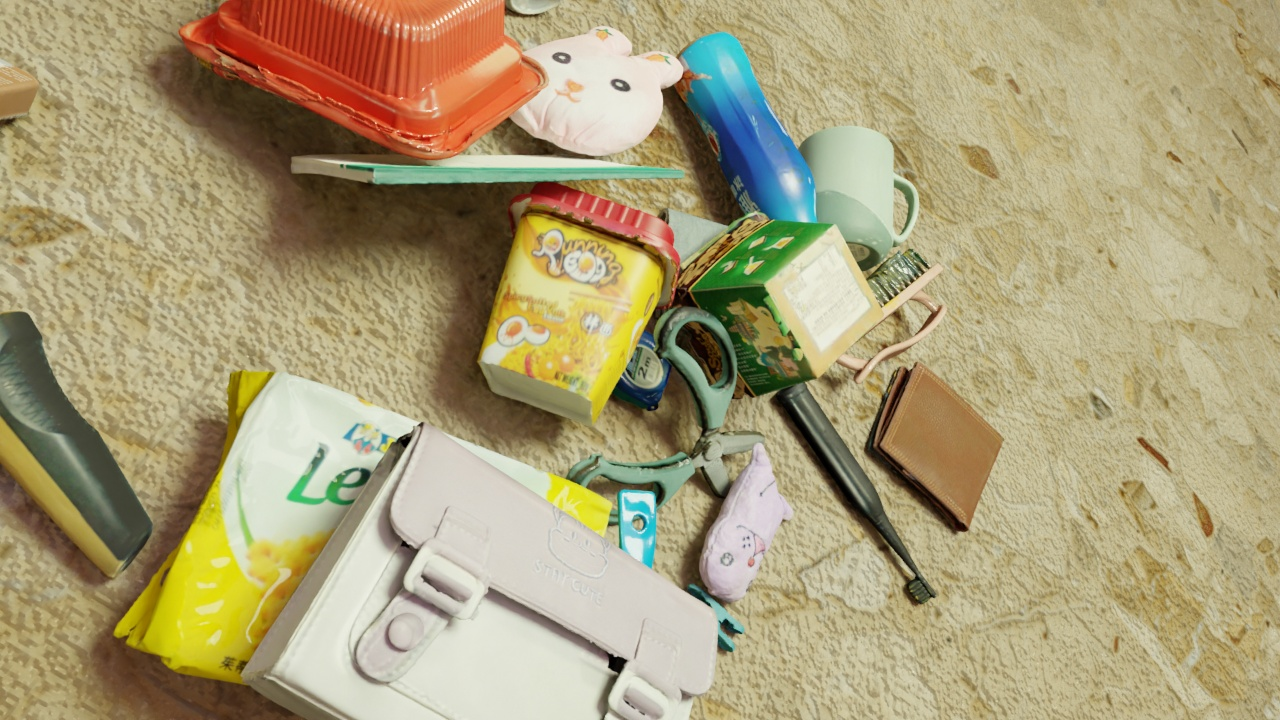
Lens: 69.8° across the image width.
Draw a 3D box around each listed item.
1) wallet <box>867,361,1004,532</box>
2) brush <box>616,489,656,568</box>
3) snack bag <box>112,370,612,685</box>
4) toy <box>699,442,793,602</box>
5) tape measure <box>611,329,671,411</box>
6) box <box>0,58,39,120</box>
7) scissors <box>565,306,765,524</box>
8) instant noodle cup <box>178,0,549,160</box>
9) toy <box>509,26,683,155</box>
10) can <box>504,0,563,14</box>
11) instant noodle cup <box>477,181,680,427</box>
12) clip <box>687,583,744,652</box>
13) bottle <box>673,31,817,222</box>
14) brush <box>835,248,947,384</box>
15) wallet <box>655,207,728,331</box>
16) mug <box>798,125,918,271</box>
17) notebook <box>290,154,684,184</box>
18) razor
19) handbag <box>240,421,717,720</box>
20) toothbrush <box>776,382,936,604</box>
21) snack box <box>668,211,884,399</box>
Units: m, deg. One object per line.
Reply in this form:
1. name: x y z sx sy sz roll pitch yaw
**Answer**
1. wallet: 0.260 0.075 0.807 0.124 0.032 0.101 40 59 -13
2. brush: -0.007 0.207 0.558 0.083 0.046 0.254 6 82 -23
3. snack bag: -0.136 0.119 0.517 0.246 0.068 0.157 25 62 -23
4. toy: 0.076 0.126 0.665 0.107 0.039 0.084 -59 134 -32
5. tape measure: -0.004 0.004 0.670 0.054 0.025 0.058 28 56 -18
6. box: -0.428 -0.100 0.413 0.181 0.197 0.157 28 101 -21
7. scissors: 0.026 0.037 0.632 0.170 0.019 0.181 -6 112 -32
8. instant noodle cup: -0.160 -0.208 0.571 0.189 0.079 0.164 26 41 4
9. toy: -0.034 -0.214 0.707 0.121 0.054 0.159 26 48 9
10. can: -0.095 -0.337 0.719 0.058 0.059 0.116 -12 79 -35
11. instant noodle cup: -0.045 -0.032 0.600 0.116 0.116 0.123 19 73 4
12. clip: 0.050 0.180 0.645 0.057 0.014 0.045 43 57 -13
13. bottle: 0.097 -0.166 0.756 0.065 0.065 0.218 -16 74 -35
14. brush: 0.208 -0.036 0.793 0.145 0.063 0.073 -35 82 -35
15. wallet: 0.074 -0.061 0.736 0.129 0.037 0.106 12 66 -28
16. mug: 0.191 -0.134 0.802 0.111 0.082 0.106 10 69 -13
17. notebook: -0.098 -0.124 0.592 0.208 0.150 0.012 -9 108 -35
18. razor: -0.306 0.037 0.458 0.067 0.062 0.167 -34 99 -6
19. handbag: -0.066 0.139 0.458 0.197 0.099 0.144 36 53 -17
20. toothbrush: 0.178 0.109 0.746 0.027 0.026 0.212 -34 94 -2
21. snack box: 0.105 -0.041 0.666 0.117 0.106 0.118 -40 109 -24
